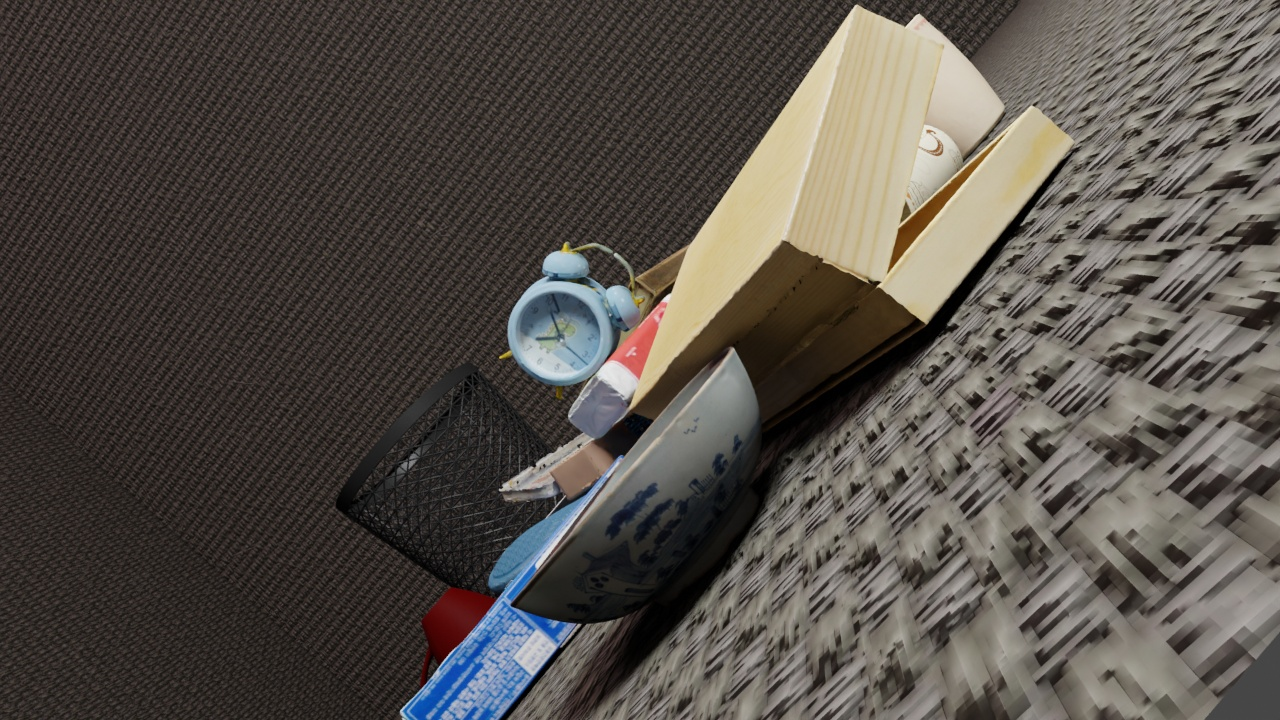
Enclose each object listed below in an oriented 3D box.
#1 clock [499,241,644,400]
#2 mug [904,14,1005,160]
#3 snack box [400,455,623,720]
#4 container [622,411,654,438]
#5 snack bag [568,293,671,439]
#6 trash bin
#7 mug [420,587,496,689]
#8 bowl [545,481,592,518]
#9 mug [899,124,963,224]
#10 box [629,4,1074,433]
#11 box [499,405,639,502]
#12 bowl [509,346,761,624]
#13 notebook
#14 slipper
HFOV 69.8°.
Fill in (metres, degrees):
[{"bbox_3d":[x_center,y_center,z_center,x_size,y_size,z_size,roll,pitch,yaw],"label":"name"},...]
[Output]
[{"bbox_3d":[-0.054,-0.035,0.729,0.125,0.089,0.051,-53,2,12],"label":"clock"},{"bbox_3d":[0.234,-0.211,0.758,0.085,0.104,0.111,-49,-3,-2],"label":"mug"},{"bbox_3d":[-0.067,0.169,0.637,0.226,0.059,0.059,-49,-6,-11],"label":"snack box"},{"bbox_3d":[0.084,-0.013,0.730,0.188,0.071,0.144,-51,-2,38],"label":"container"},{"bbox_3d":[-0.004,0.004,0.729,0.115,0.036,0.077,-48,-3,-36],"label":"snack bag"},{"bbox_3d":[-0.171,0.164,1.030,0.217,0.243,0.217,-49,-2,-2],"label":"trash bin"},{"bbox_3d":[-0.153,0.251,0.797,0.114,0.088,0.087,-49,-2,1],"label":"mug"},{"bbox_3d":[-0.058,0.163,0.879,0.132,0.064,0.132,-49,-2,-2],"label":"bowl"},{"bbox_3d":[0.158,-0.092,0.602,0.097,0.081,0.122,-39,-29,-37],"label":"mug"},{"bbox_3d":[0.091,-0.033,0.477,0.249,0.123,0.140,125,163,-67],"label":"box"},{"bbox_3d":[-0.020,0.063,0.851,0.154,0.058,0.215,-31,2,43],"label":"box"},{"bbox_3d":[0.011,0.068,0.412,0.150,0.057,0.151,-49,-1,-2],"label":"bowl"},{"bbox_3d":[0.028,-0.059,0.882,0.214,0.034,0.191,-39,-23,-58],"label":"notebook"},{"bbox_3d":[-0.032,0.136,0.759,0.213,0.059,0.104,-28,-8,-44],"label":"slipper"}]
